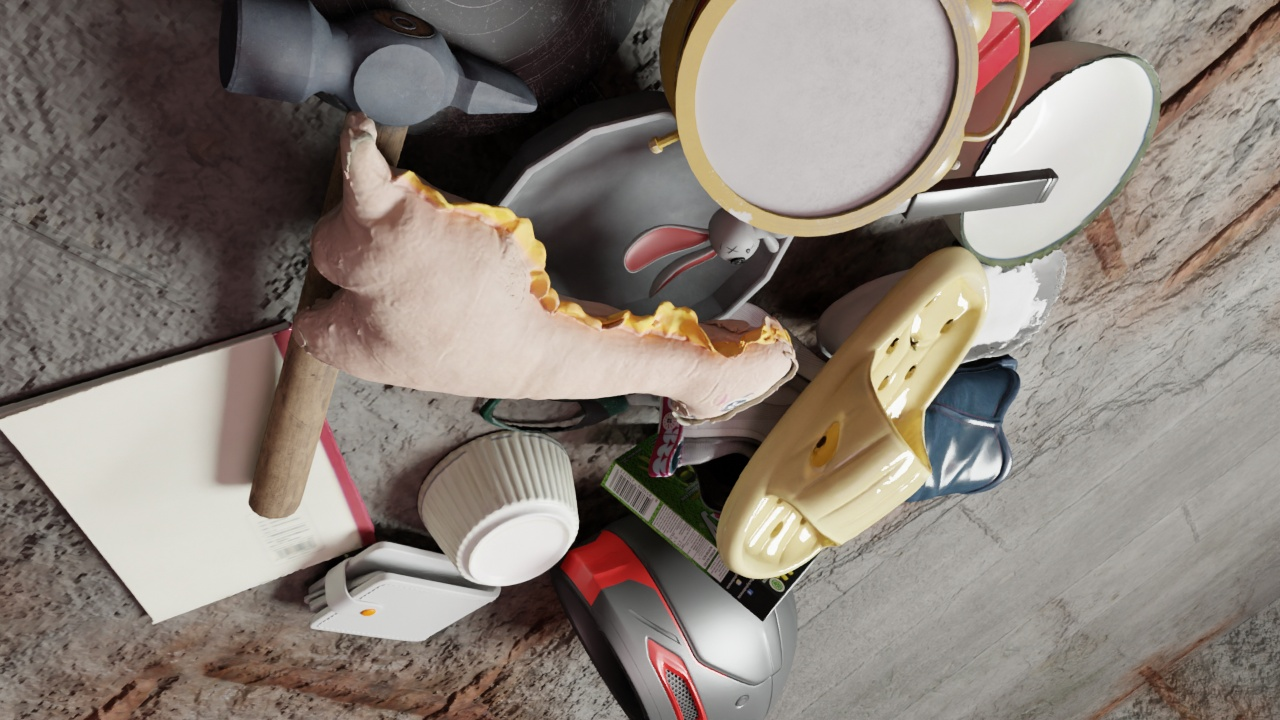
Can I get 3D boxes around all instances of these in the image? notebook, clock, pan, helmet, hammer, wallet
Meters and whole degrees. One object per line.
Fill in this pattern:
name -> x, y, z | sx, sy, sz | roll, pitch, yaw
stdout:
notebook -> -0.257, 0.077, 0.557 | 0.153, 0.012, 0.209 | -19, 138, -16
clock -> 0.084, -0.123, 0.387 | 0.159, 0.081, 0.117 | -1, 122, -5
pan -> 0.080, -0.085, 0.520 | 0.356, 0.041, 0.179 | -9, 143, -15
helmet -> 0.044, 0.212, 0.759 | 0.169, 0.164, 0.265 | -30, 131, -19
hammer -> -0.159, -0.023, 0.466 | 0.129, 0.040, 0.323 | 0, 135, -34
wallet -> -0.185, 0.179, 0.677 | 0.115, 0.037, 0.118 | -34, 143, 24
pan -> -0.039, -0.148, 0.455 | 0.208, 0.040, 0.357 | -38, 138, 7

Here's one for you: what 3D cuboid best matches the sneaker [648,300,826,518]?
sneaker -> 0.091, 0.061, 0.655 | 0.263, 0.097, 0.128 | 36, 64, -46

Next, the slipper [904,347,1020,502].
slipper -> 0.269, 0.062, 0.754 | 0.264, 0.083, 0.109 | -19, 133, -44

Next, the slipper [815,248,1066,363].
slipper -> 0.237, -0.038, 0.701 | 0.246, 0.074, 0.112 | -17, 137, -28

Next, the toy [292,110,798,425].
toy -> -0.026, -0.024, 0.443 | 0.264, 0.065, 0.197 | 6, 148, -21

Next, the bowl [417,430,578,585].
bowl -> -0.094, 0.112, 0.653 | 0.115, 0.062, 0.115 | -17, 137, -17

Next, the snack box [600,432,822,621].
snack box -> 0.052, 0.112, 0.663 | 0.080, 0.147, 0.025 | -27, 150, -54

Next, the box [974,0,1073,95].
box -> 0.123, -0.193, 0.456 | 0.157, 0.112, 0.135 | 5, 132, -35

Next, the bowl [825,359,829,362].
bowl -> 0.186, 0.042, 0.771 | 0.114, 0.045, 0.114 | -17, 137, -17

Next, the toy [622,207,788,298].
toy -> 0.048, -0.065, 0.468 | 0.112, 0.030, 0.049 | -18, 149, 16

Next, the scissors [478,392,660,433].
scissors -> 0.001, 0.001, 0.641 | 0.209, 0.015, 0.142 | 4, 126, -34

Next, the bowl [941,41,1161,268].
bowl -> 0.258, -0.145, 0.612 | 0.153, 0.073, 0.154 | -17, 137, -16

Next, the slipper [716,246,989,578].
slipper -> 0.157, 0.046, 0.589 | 0.261, 0.079, 0.111 | -53, 137, -5
